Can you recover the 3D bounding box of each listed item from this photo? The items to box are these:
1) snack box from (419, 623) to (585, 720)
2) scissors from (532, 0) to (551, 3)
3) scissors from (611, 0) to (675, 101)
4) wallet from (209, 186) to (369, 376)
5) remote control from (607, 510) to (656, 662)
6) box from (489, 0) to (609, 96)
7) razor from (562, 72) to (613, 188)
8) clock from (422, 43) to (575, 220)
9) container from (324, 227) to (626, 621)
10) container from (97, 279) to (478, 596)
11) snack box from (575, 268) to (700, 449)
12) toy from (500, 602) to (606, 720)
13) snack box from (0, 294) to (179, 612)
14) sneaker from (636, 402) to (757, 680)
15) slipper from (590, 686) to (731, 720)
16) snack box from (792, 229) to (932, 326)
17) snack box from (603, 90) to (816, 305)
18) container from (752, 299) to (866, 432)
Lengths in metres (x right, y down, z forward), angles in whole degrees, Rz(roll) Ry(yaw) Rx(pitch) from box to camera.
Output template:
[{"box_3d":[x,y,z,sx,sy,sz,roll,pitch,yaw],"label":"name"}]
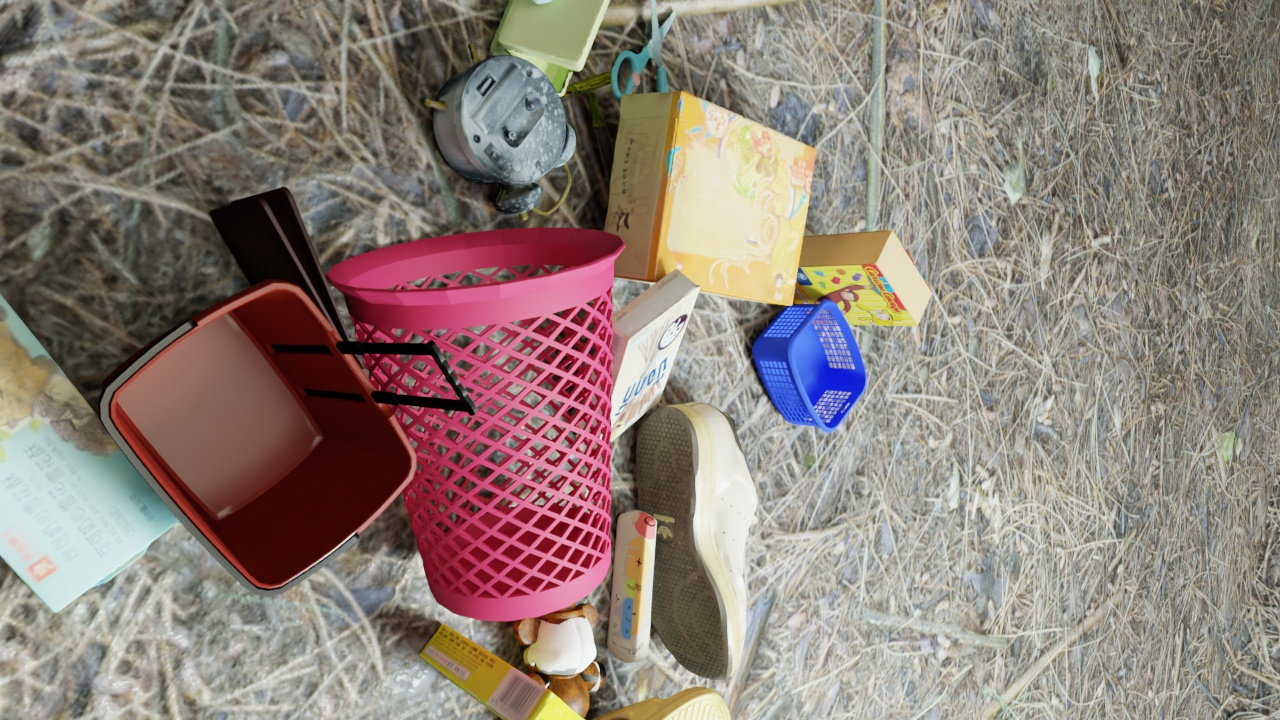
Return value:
[{"box_3d":[-0.097,0.220,0.620,0.028,0.148,0.040,-52,123,-23],"label":"snack box"},{"box_3d":[-0.097,-0.329,0.646,0.168,0.023,0.171,44,78,-7],"label":"scissors"},{"box_3d":[0.014,-0.240,0.771,0.135,0.015,0.126,-61,140,-31],"label":"scissors"},{"box_3d":[-0.206,-0.042,0.544,0.018,0.092,0.116,-36,115,-36],"label":"wallet"},{"box_3d":[-0.007,0.190,0.772,0.018,0.038,0.125,4,90,-43],"label":"remote control"},{"box_3d":[-0.051,-0.300,0.695,0.077,0.089,0.187,24,79,-20],"label":"box"},{"box_3d":[-0.030,-0.174,0.741,0.042,0.026,0.106,-34,118,-38],"label":"razor"},{"box_3d":[-0.093,-0.160,0.663,0.129,0.052,0.090,47,63,-32],"label":"clock"},{"box_3d":[-0.093,0.041,0.608,0.182,0.183,0.226,-20,113,-39],"label":"container"},{"box_3d":[-0.191,0.038,0.484,0.126,0.201,0.148,-42,119,-28],"label":"container"},{"box_3d":[-0.004,0.004,0.710,0.081,0.026,0.150,-38,159,-35],"label":"snack box"},{"box_3d":[-0.065,0.232,0.712,0.087,0.067,0.112,1,83,-42],"label":"toy"},{"box_3d":[-0.324,0.040,0.470,0.074,0.053,0.175,-41,117,-31],"label":"snack box"},{"box_3d":[0.060,0.152,0.807,0.102,0.089,0.241,-13,98,-50],"label":"sneaker"},{"box_3d":[-0.045,0.346,0.726,0.263,0.078,0.099,-28,108,-19],"label":"slipper"},{"box_3d":[0.198,-0.077,0.879,0.088,0.126,0.040,45,64,-34],"label":"snack box"},{"box_3d":[0.056,-0.130,0.773,0.195,0.081,0.145,5,95,-48],"label":"snack box"},{"box_3d":[0.163,0.005,0.899,0.096,0.058,0.114,-46,121,-30],"label":"container"}]
